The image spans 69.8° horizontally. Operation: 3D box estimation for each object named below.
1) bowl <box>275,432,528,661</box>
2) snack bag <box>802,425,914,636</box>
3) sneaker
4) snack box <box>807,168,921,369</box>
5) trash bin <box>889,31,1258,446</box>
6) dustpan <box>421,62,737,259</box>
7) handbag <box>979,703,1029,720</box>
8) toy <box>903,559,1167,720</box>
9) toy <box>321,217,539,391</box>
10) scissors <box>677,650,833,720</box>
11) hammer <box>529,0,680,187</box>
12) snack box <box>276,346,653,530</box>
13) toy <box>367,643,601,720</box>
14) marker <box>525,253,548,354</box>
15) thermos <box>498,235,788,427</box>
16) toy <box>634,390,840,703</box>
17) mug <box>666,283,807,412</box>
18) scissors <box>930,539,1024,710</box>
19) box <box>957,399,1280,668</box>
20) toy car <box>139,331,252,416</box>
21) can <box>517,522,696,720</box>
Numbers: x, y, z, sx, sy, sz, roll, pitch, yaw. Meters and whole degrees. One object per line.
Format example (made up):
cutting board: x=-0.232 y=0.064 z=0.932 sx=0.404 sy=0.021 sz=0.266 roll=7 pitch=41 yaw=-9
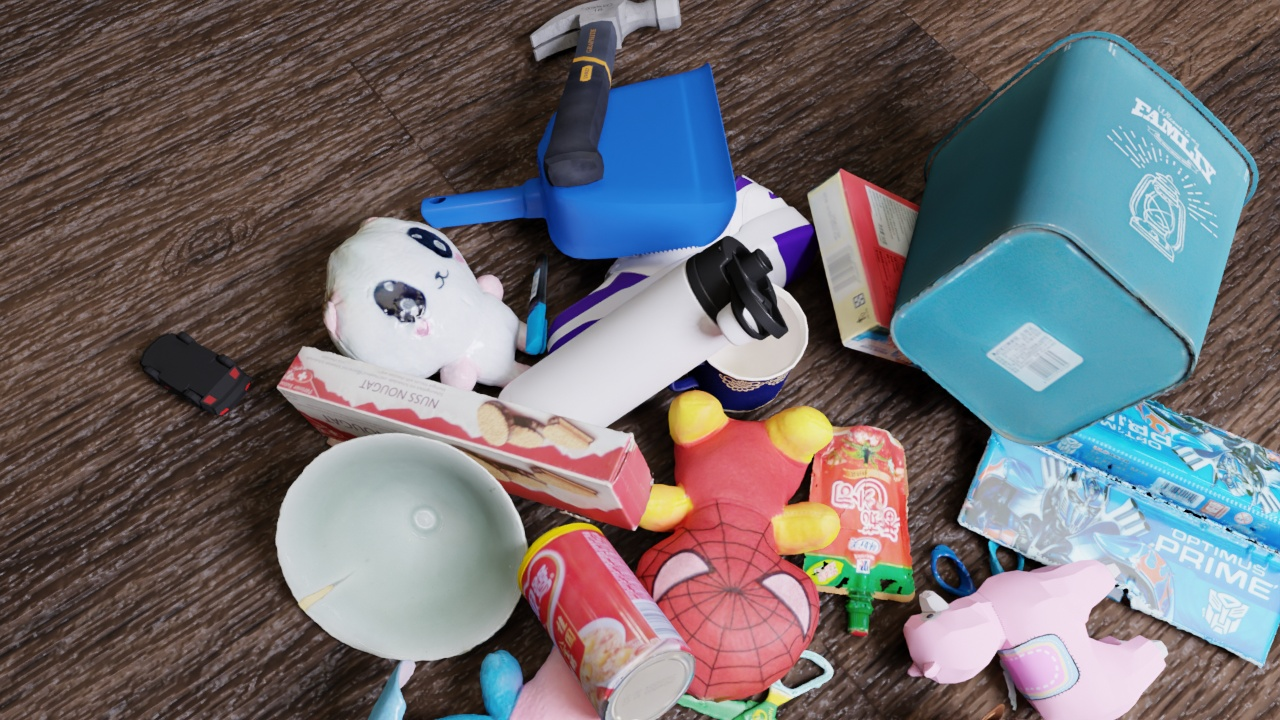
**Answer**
bowl: x=-0.160 y=0.120 z=0.646 sx=0.174 sy=0.067 sz=0.174 roll=1 pitch=108 yaw=4
snack bag: x=0.164 y=0.128 z=0.691 sx=0.087 sy=0.044 sz=0.155 roll=10 pitch=70 yaw=-9
sneaker: x=0.019 y=-0.082 z=0.752 sx=0.244 sy=0.092 sz=0.111 roll=-27 pitch=62 yaw=-14
snack box: x=0.209 y=-0.068 z=0.744 sx=0.144 sy=0.040 sz=0.142 roll=14 pitch=57 yaw=-36
trash bin: x=0.303 y=-0.078 z=0.666 sx=0.196 sy=0.200 sz=0.218 roll=39 pitch=51 yaw=-5
dustpan: x=-0.059 y=-0.157 z=0.764 sx=0.258 sy=0.060 sz=0.245 roll=-6 pitch=41 yaw=3
handbag: x=0.165 y=0.259 z=0.599 sx=0.196 sy=0.094 sz=0.043 roll=-4 pitch=58 yaw=-1
toy: x=0.267 y=0.199 z=0.635 sx=0.157 sy=0.067 sz=0.123 roll=-22 pitch=76 yaw=-10
toy: x=-0.160 y=-0.033 z=0.716 sx=0.179 sy=0.102 sz=0.138 roll=25 pitch=50 yaw=-14
scissors: x=0.082 y=0.240 z=0.641 sx=0.131 sy=0.012 sz=0.108 roll=15 pitch=63 yaw=2
hammer: x=-0.037 y=-0.238 z=0.784 sx=0.139 sy=0.035 sz=0.311 roll=-6 pitch=40 yaw=8
snack box: x=-0.126 y=0.054 z=0.638 sx=0.273 sy=0.077 sz=0.044 roll=13 pitch=61 yaw=22
toy: x=-0.068 y=0.272 z=0.577 sx=0.191 sy=0.099 sz=0.224 roll=-25 pitch=76 yaw=-27
marker: x=-0.082 y=-0.048 z=0.743 sx=0.015 sy=0.018 sz=0.122 roll=26 pitch=36 yaw=-23
thermos: x=-0.004 y=0.004 z=0.638 sx=0.068 sy=0.230 sz=0.101 roll=41 pitch=30 yaw=-27
toy: x=0.063 y=0.130 z=0.645 sx=0.147 sy=0.099 sz=0.215 roll=6 pitch=62 yaw=12
mug: x=0.067 y=0.000 z=0.712 sx=0.111 sy=0.089 sz=0.085 roll=-26 pitch=69 yaw=-16
scissors: x=0.254 y=0.195 z=0.677 sx=0.083 sy=0.016 sz=0.134 roll=0 pitch=69 yaw=-9
box: x=0.384 y=0.097 z=0.700 sx=0.243 sy=0.060 sz=0.175 roll=25 pitch=61 yaw=8
toy car: x=-0.343 y=0.011 z=0.708 sx=0.092 sy=0.036 sz=0.042 roll=25 pitch=63 yaw=19
can: x=-0.024 y=0.165 z=0.580 sx=0.066 sy=0.067 sz=0.124 roll=-29 pitch=43 yaw=-17
